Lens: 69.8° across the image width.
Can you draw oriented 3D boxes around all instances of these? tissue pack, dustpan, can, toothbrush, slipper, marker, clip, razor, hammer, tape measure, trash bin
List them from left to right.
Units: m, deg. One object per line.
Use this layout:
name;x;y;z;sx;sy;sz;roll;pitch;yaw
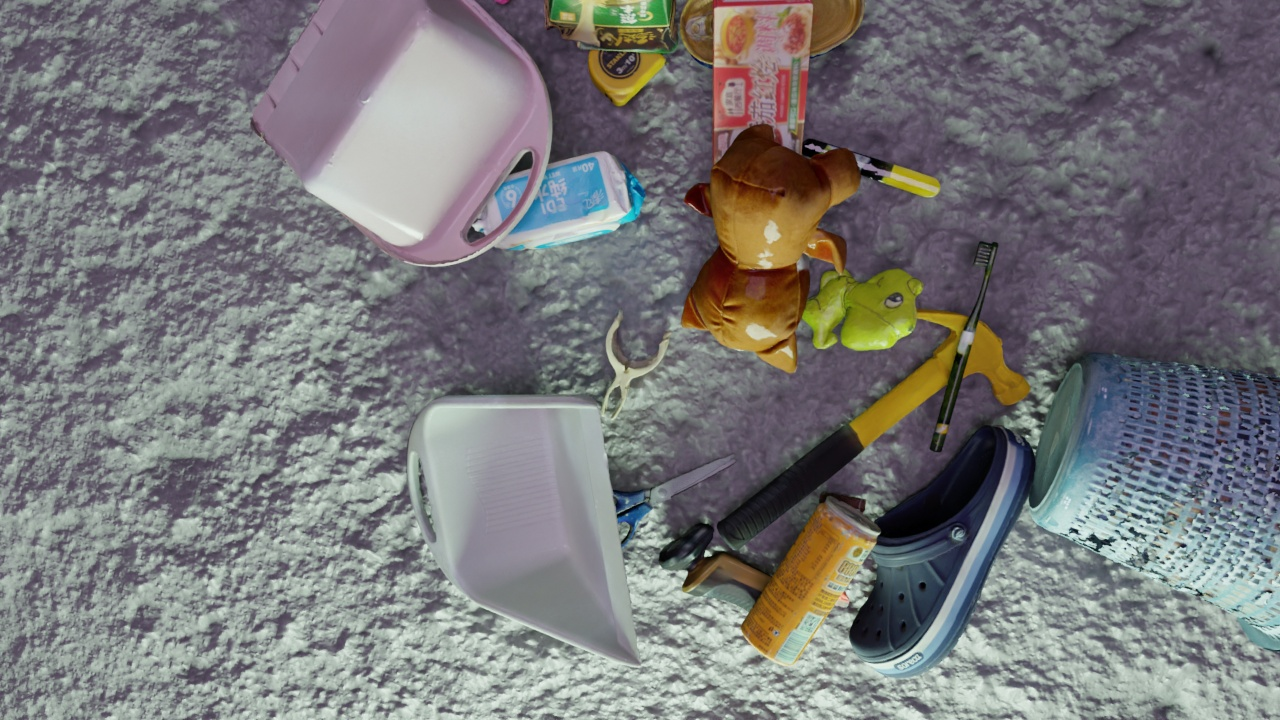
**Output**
dustpan;-0.197;-0.208;0.774;0.138;0.273;0.223;27;111;-42
dustpan;-0.120;0.134;0.797;0.142;0.258;0.223;-12;101;-16
tissue pack;-0.068;-0.133;0.787;0.140;0.090;0.063;-13;95;8
tape measure;-0.016;-0.253;0.787;0.057;0.029;0.060;44;87;-1
clip;-0.001;0.005;0.837;0.096;0.035;0.101;-4;106;8
razor;0.100;0.208;0.864;0.167;0.062;0.067;26;72;-5
can;0.107;-0.282;0.759;0.148;0.049;0.074;-8;100;7
can;0.149;0.195;0.809;0.058;0.058;0.146;31;99;-1
hammer;0.192;0.068;0.824;0.301;0.032;0.129;-40;94;8
marker;0.198;-0.167;0.792;0.124;0.015;0.018;20;102;5
slipper;0.251;0.166;0.807;0.095;0.105;0.253;27;103;-1
toothbrush;0.273;-0.011;0.784;0.017;0.012;0.186;13;100;7
trash bin;0.432;0.088;0.734;0.195;0.226;0.227;18;103;15

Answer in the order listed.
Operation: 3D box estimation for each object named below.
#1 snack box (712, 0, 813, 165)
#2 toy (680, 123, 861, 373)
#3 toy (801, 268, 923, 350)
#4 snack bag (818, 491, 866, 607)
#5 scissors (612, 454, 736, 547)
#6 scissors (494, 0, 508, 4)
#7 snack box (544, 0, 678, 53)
snack box;0.096;-0.220;0.745;0.075;0.025;0.153;0;135;4
toy;0.101;-0.090;0.763;0.140;0.130;0.200;29;126;33
toy;0.191;-0.042;0.792;0.100;0.031;0.097;41;103;35
snack bag;0.179;0.176;0.850;0.048;0.026;0.104;10;83;-1
scissors;0.019;0.139;0.874;0.175;0.012;0.105;-3;99;5
scissors;-0.072;-0.351;0.782;0.125;0.017;0.133;38;99;-1
snack box;-0.020;-0.318;0.720;0.117;0.105;0.118;1;90;-2
